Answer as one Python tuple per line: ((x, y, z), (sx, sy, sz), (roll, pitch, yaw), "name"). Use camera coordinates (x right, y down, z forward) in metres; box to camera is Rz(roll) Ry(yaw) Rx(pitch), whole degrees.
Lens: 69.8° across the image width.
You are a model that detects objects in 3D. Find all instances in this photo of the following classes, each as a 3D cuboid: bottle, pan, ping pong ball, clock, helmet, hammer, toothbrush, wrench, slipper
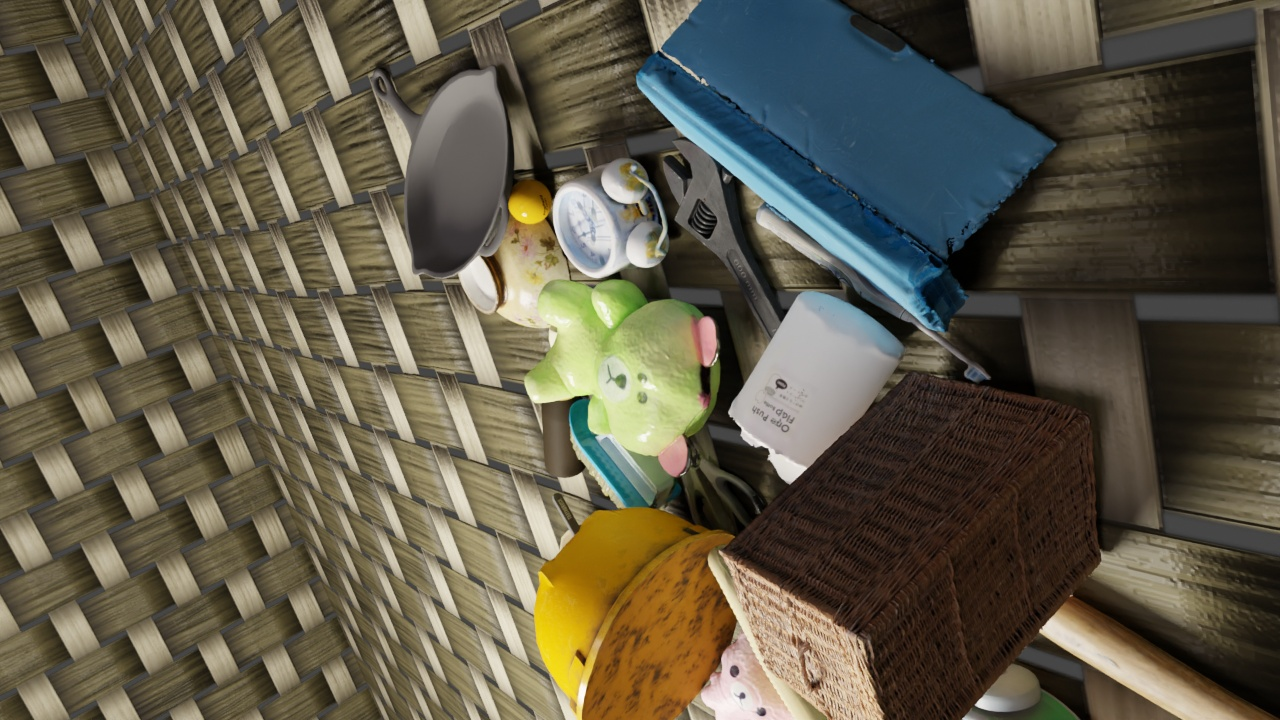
((-0.079, 0.040, 0.937), (0.045, 0.045, 0.185), (36, 139, 36), "bottle")
((-0.200, -0.209, 0.904), (0.354, 0.024, 0.217), (50, 122, 39), "pan")
((-0.101, -0.145, 0.835), (0.040, 0.040, 0.040), (35, 139, 37), "ping pong ball")
((0.247, 0.265, 0.623), (0.161, 0.075, 0.122), (66, 151, 18), "clock")
((-0.019, -0.114, 0.735), (0.126, 0.051, 0.089), (-6, 108, 53), "clock")
((-0.016, 0.213, 0.813), (0.131, 0.205, 0.256), (33, 157, 32), "helmet")
((0.284, 0.172, 0.533), (0.331, 0.033, 0.132), (31, 138, 41), "hammer")
((0.145, -0.047, 0.576), (0.185, 0.024, 0.022), (44, -176, 27), "toothbrush")
((0.091, -0.039, 0.665), (0.273, 0.018, 0.073), (61, 148, 0), "wrench")
((0.138, 0.237, 0.751), (0.261, 0.079, 0.111), (61, 177, -26), "slipper")
((-0.048, 0.212, 0.955), (0.013, 0.012, 0.167), (-36, 82, 49), "toothbrush")

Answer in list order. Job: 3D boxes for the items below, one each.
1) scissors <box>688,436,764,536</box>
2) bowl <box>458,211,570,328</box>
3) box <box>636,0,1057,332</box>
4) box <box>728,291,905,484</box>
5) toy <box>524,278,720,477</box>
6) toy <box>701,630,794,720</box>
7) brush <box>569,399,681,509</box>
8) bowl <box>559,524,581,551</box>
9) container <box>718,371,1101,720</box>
((0.050, 0.099, 0.826), (0.165, 0.012, 0.150), (33, 137, 34), "scissors")
((-0.137, -0.090, 0.906), (0.145, 0.063, 0.145), (35, 139, 38), "bowl")
((0.118, -0.133, 0.542), (0.231, 0.112, 0.094), (45, -171, 28), "box")
((0.119, 0.034, 0.616), (0.084, 0.136, 0.147), (39, 104, 29), "box")
((-0.005, 0.004, 0.762), (0.197, 0.107, 0.150), (24, 115, 33), "toy")
((0.101, 0.308, 0.858), (0.096, 0.052, 0.099), (-37, 79, 19), "toy")
((-0.021, 0.086, 0.879), (0.136, 0.055, 0.075), (49, 150, 21), "brush")
((-0.022, 0.240, 1.000), (0.152, 0.050, 0.153), (34, 138, 38), "bowl")
((0.153, 0.108, 0.515), (0.113, 0.198, 0.114), (22, 142, 50), "container")
